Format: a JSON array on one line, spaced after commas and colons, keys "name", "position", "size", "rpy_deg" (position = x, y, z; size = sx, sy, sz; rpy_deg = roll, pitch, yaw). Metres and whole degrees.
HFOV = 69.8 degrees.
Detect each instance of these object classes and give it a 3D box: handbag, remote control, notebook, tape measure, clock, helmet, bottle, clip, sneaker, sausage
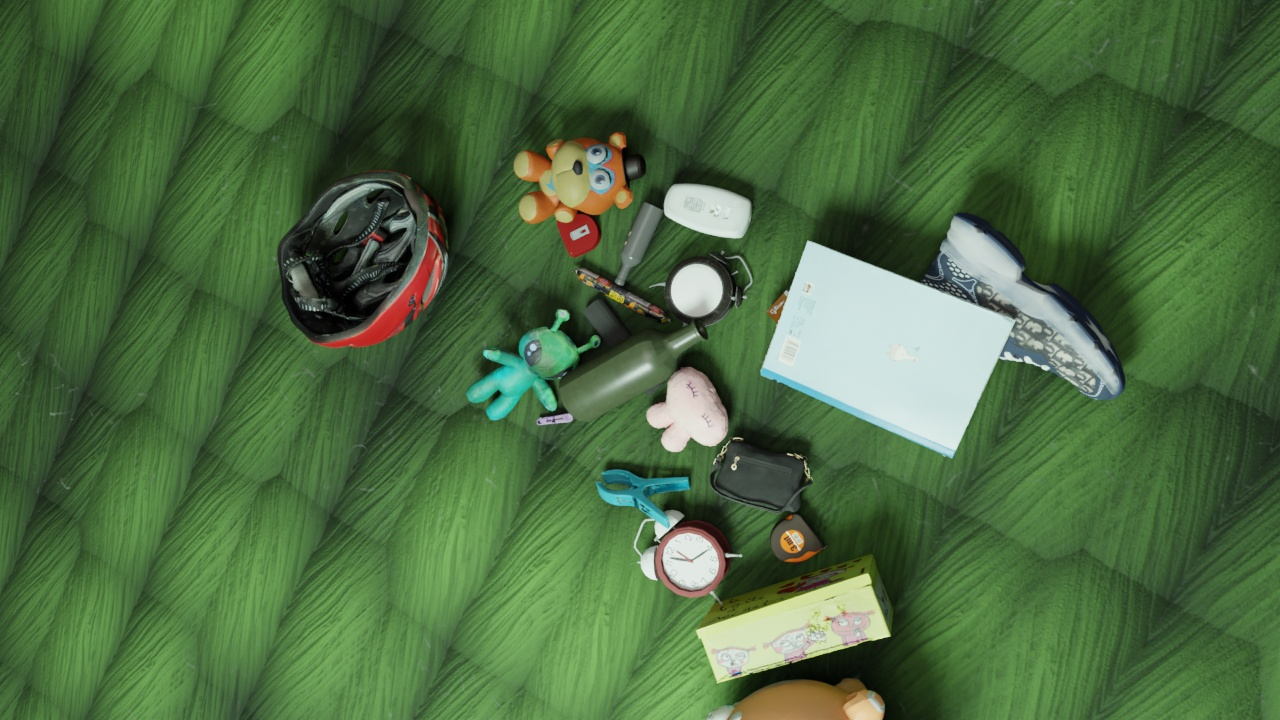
[{"name": "handbag", "position": [0.153, 0.145, 1.160], "size": [0.129, 0.054, 0.079], "rpy_deg": [12, 90, 18]}, {"name": "remote control", "position": [0.086, -0.195, 1.186], "size": [0.114, 0.028, 0.060], "rpy_deg": [15, 95, 16]}, {"name": "notebook", "position": [0.283, -0.014, 1.088], "size": [0.253, 0.009, 0.181], "rpy_deg": [25, 112, 20]}, {"name": "tape measure", "position": [-0.082, -0.175, 1.241], "size": [0.051, 0.019, 0.059], "rpy_deg": [-24, 84, 16]}, {"name": "clock", "position": [0.081, -0.092, 1.181], "size": [0.123, 0.043, 0.091], "rpy_deg": [-28, 83, 15]}, {"name": "remote control", "position": [-0.022, -0.018, 1.228], "size": [0.033, 0.015, 0.147], "rpy_deg": [-40, 80, 13]}, {"name": "clock", "position": [0.058, 0.253, 1.191], "size": [0.138, 0.048, 0.096], "rpy_deg": [22, 97, 14]}, {"name": "helmet", "position": [-0.366, -0.134, 1.248], "size": [0.272, 0.166, 0.217], "rpy_deg": [-37, 69, 19]}, {"name": "bottle", "position": [-0.006, -0.152, 1.213], "size": [0.030, 0.030, 0.113], "rpy_deg": [27, 98, 14]}, {"name": "clip", "position": [-0.005, 0.180, 1.198], "size": [0.120, 0.103, 0.027], "rpy_deg": [13, 133, 26]}, {"name": "bottle", "position": [-0.007, 0.007, 1.174], "size": [0.207, 0.071, 0.071], "rpy_deg": [-29, 83, 25]}, {"name": "sneaker", "position": [0.428, -0.040, 1.064], "size": [0.269, 0.103, 0.133], "rpy_deg": [47, 117, 11]}, {"name": "clip", "position": [-0.121, 0.081, 1.260], "size": [0.050, 0.045, 0.014], "rpy_deg": [-8, 89, -26]}, {"name": "sausage", "position": [-0.026, -0.087, 1.226], "size": [0.155, 0.020, 0.020], "rpy_deg": [29, 99, 14]}, {"name": "tape measure", "position": [0.193, 0.228, 1.158], "size": [0.059, 0.038, 0.058], "rpy_deg": [-37, 81, 0]}]

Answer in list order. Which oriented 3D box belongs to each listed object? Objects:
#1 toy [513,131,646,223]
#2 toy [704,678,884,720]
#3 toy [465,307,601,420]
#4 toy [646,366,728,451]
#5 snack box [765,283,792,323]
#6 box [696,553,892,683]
[{"name": "toy", "position": [-0.079, -0.241, 1.208], "size": [0.176, 0.096, 0.112], "rpy_deg": [-9, 84, 5]}, {"name": "toy", "position": [0.184, 0.494, 1.052], "size": [0.266, 0.263, 0.280], "rpy_deg": [34, 82, 11]}, {"name": "toy", "position": [-0.150, 0.007, 1.243], "size": [0.194, 0.072, 0.130], "rpy_deg": [-36, 120, 17]}, {"name": "toy", "position": [0.060, 0.070, 1.190], "size": [0.105, 0.053, 0.108], "rpy_deg": [-37, 82, 29]}, {"name": "snack box", "position": [0.259, -0.033, 1.135], "size": [0.186, 0.031, 0.101], "rpy_deg": [44, 102, 11]}, {"name": "box", "position": [0.188, 0.313, 1.117], "size": [0.221, 0.124, 0.080], "rpy_deg": [-20, 85, 18]}]
